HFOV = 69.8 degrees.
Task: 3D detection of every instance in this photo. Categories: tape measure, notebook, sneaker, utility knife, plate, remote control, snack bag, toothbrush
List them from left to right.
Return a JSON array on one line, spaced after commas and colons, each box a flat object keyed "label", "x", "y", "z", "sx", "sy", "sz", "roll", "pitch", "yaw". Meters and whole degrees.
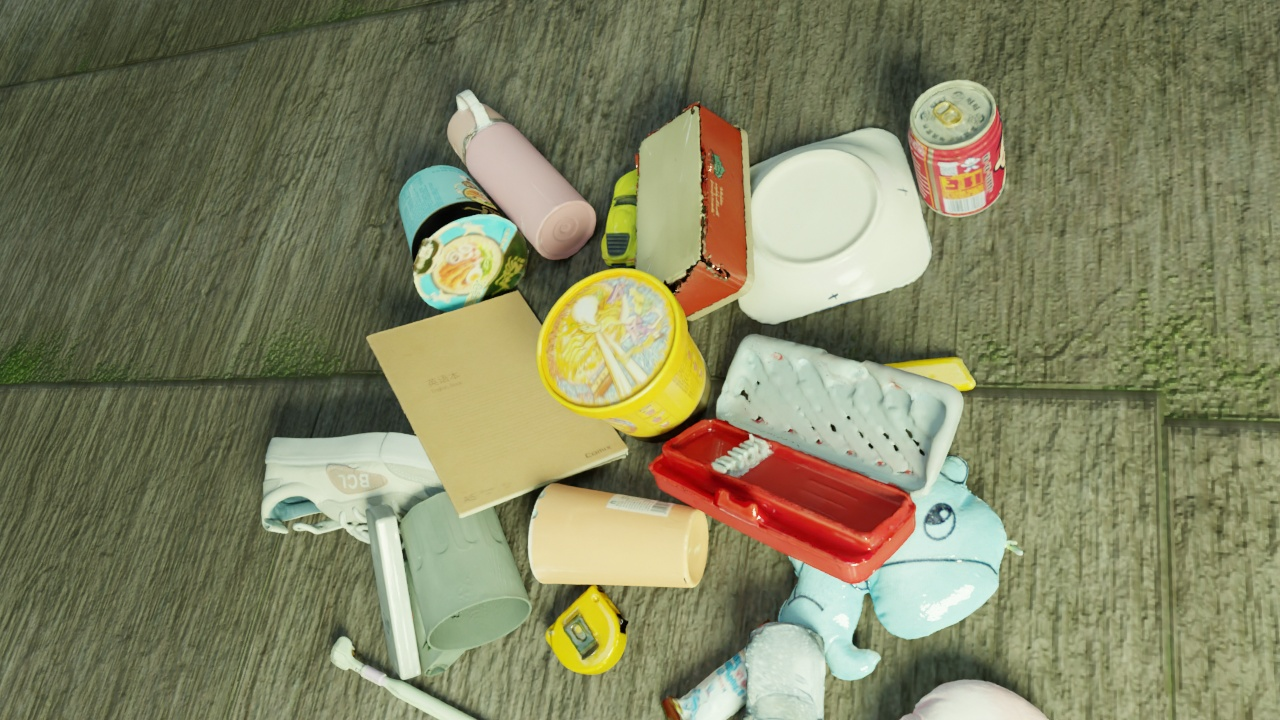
[{"label": "sneaker", "x": -0.237, "y": 0.117, "z": 0.800, "sx": 0.243, "sy": 0.089, "sz": 0.090, "roll": -2, "pitch": 68, "yaw": 25}, {"label": "remote control", "x": -0.200, "y": 0.184, "z": 0.741, "sx": 0.056, "sy": 0.019, "sz": 0.135, "roll": 2, "pitch": 101, "yaw": 65}, {"label": "toothbrush", "x": -0.181, "y": 0.272, "z": 0.745, "sx": 0.190, "sy": 0.020, "sz": 0.029, "roll": 15, "pitch": 102, "yaw": 28}, {"label": "notebook", "x": -0.127, "y": 0.029, "z": 0.786, "sx": 0.149, "sy": 0.012, "sz": 0.211, "roll": -19, "pitch": 53, "yaw": -25}, {"label": "tape measure", "x": -0.040, "y": 0.210, "z": 0.702, "sx": 0.060, "sy": 0.029, "sz": 0.057, "roll": -44, "pitch": 58, "yaw": 1}, {"label": "snack bag", "x": 0.061, "y": 0.231, "z": 0.647, "sx": 0.104, "sy": 0.026, "sz": 0.048, "roll": -36, "pitch": 49, "yaw": 6}, {"label": "plate", "x": 0.147, "y": -0.121, "z": 0.764, "sx": 0.164, "sy": 0.034, "sz": 0.164, "roll": -17, "pitch": 61, "yaw": 18}, {"label": "utility knife", "x": 0.173, "y": 0.020, "z": 0.698, "sx": 0.154, "sy": 0.015, "sz": 0.033, "roll": -7, "pitch": 71, "yaw": 21}]

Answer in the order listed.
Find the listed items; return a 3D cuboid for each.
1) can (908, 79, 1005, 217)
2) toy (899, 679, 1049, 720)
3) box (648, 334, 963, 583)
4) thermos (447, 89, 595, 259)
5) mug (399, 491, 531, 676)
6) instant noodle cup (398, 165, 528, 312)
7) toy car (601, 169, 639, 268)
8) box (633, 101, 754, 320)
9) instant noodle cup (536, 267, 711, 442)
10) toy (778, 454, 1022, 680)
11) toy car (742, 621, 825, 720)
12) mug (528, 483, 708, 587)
[{"label": "can", "x": 0.242, "y": -0.161, "z": 0.702, "sx": 0.067, "sy": 0.094, "sz": 0.066, "roll": -10, "pitch": 64, "yaw": 20}, {"label": "toy", "x": 0.218, "y": 0.273, "z": 0.543, "sx": 0.121, "sy": 0.054, "sz": 0.159, "roll": -46, "pitch": 65, "yaw": 0}, {"label": "box", "x": 0.114, "y": 0.063, "z": 0.655, "sx": 0.201, "sy": 0.065, "sz": 0.159, "roll": 19, "pitch": 66, "yaw": 48}, {"label": "thermos", "x": -0.122, "y": -0.187, "z": 0.888, "sx": 0.067, "sy": 0.087, "sz": 0.198, "roll": -30, "pitch": 57, "yaw": -14}, {"label": "mug", "x": -0.155, "y": 0.180, "z": 0.746, "sx": 0.124, "sy": 0.083, "sz": 0.103, "roll": -47, "pitch": 52, "yaw": 29}, {"label": "instant noodle cup", "x": -0.180, "y": -0.125, "z": 0.880, "sx": 0.111, "sy": 0.111, "sz": 0.120, "roll": -37, "pitch": 51, "yaw": 5}, {"label": "toy car", "x": -0.009, "y": -0.134, "z": 0.843, "sx": 0.048, "sy": 0.032, "sz": 0.105, "roll": 2, "pitch": 67, "yaw": 26}, {"label": "box", "x": 0.037, "y": -0.128, "z": 0.776, "sx": 0.092, "sy": 0.077, "sz": 0.168, "roll": -25, "pitch": 54, "yaw": 43}, {"label": "instant noodle cup", "x": -0.004, "y": 0.004, "z": 0.728, "sx": 0.119, "sy": 0.114, "sz": 0.118, "roll": -10, "pitch": 64, "yaw": 21}, {"label": "toy", "x": 0.175, "y": 0.139, "z": 0.623, "sx": 0.156, "sy": 0.050, "sz": 0.161, "roll": 4, "pitch": 74, "yaw": 29}, {"label": "toy car", "x": 0.095, "y": 0.235, "z": 0.606, "sx": 0.054, "sy": 0.036, "sz": 0.120, "roll": 1, "pitch": 84, "yaw": 12}, {"label": "mug", "x": -0.014, "y": 0.136, "z": 0.700, "sx": 0.123, "sy": 0.078, "sz": 0.078, "roll": 1, "pitch": 68, "yaw": 20}]
